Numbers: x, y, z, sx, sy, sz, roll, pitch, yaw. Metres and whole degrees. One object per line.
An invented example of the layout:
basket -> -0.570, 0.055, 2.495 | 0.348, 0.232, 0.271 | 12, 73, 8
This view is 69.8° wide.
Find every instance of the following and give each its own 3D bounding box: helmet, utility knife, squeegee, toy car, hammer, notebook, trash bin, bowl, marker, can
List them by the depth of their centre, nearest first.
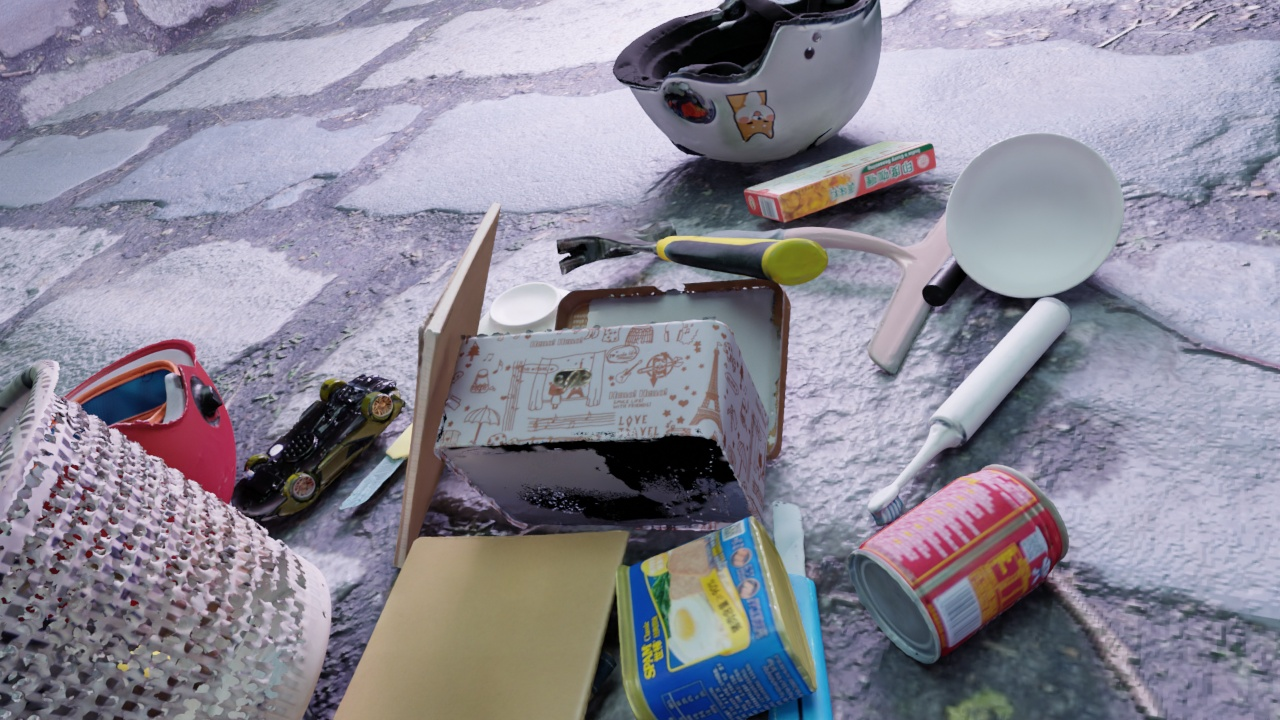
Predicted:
can -> 0.164, 0.102, 0.473 | 0.093, 0.066, 0.066 | -30, 37, -15
can -> 0.038, 0.138, 0.474 | 0.083, 0.057, 0.102 | -25, 30, 11
trash bin -> -0.284, 0.142, 0.479 | 0.228, 0.192, 0.227 | -31, 40, 30
notebook -> -0.094, 0.176, 0.487 | 0.148, 0.008, 0.207 | -6, 40, 20
utility knife -> 0.082, 0.148, 0.492 | 0.034, 0.018, 0.204 | -10, 34, 12
notebook -> -0.130, 0.017, 0.615 | 0.012, 0.212, 0.149 | 16, 38, -3
helmet -> -0.386, 0.096, 0.671 | 0.207, 0.144, 0.239 | -22, 23, 8
bowl -> 0.293, -0.103, 0.683 | 0.118, 0.118, 0.064 | 3, 1, 27
hammer -> 0.030, -0.083, 0.710 | 0.126, 0.032, 0.323 | -12, 13, -21
marker -> 0.258, -0.083, 0.719 | 0.022, 0.020, 0.131 | 37, 54, 15
toy car -> -0.256, 0.068, 0.731 | 0.070, 0.042, 0.157 | 14, 51, 38
utility knife -> -0.171, 0.047, 0.741 | 0.031, 0.021, 0.205 | 4, 34, 30
bowl -> -0.085, -0.021, 0.746 | 0.116, 0.066, 0.116 | -9, 37, 6
squeegee -> 0.138, -0.095, 0.778 | 0.250, 0.040, 0.246 | 9, 44, 34
helmet -> 0.123, -0.288, 0.945 | 0.275, 0.157, 0.229 | -9, 36, 31

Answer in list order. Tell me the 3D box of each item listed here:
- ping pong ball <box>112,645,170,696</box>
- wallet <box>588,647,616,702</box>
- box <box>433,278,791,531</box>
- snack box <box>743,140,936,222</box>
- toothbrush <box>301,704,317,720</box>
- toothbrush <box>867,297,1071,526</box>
ping pong ball -> -0.316, 0.201, 0.580 | 0.040, 0.040, 0.040 | -12, 36, 9
wallet -> -0.077, 0.192, 0.494 | 0.090, 0.033, 0.115 | 10, 45, 38
box -> -0.003, 0.003, 0.598 | 0.183, 0.157, 0.193 | -3, 59, 19
snack box -> 0.180, -0.166, 0.837 | 0.155, 0.027, 0.077 | -21, 19, -11
toothbrush -> -0.158, 0.234, 0.476 | 0.213, 0.027, 0.026 | 31, 96, 47
toothbrush -> 0.211, 0.029, 0.586 | 0.220, 0.026, 0.027 | -40, 14, -27
